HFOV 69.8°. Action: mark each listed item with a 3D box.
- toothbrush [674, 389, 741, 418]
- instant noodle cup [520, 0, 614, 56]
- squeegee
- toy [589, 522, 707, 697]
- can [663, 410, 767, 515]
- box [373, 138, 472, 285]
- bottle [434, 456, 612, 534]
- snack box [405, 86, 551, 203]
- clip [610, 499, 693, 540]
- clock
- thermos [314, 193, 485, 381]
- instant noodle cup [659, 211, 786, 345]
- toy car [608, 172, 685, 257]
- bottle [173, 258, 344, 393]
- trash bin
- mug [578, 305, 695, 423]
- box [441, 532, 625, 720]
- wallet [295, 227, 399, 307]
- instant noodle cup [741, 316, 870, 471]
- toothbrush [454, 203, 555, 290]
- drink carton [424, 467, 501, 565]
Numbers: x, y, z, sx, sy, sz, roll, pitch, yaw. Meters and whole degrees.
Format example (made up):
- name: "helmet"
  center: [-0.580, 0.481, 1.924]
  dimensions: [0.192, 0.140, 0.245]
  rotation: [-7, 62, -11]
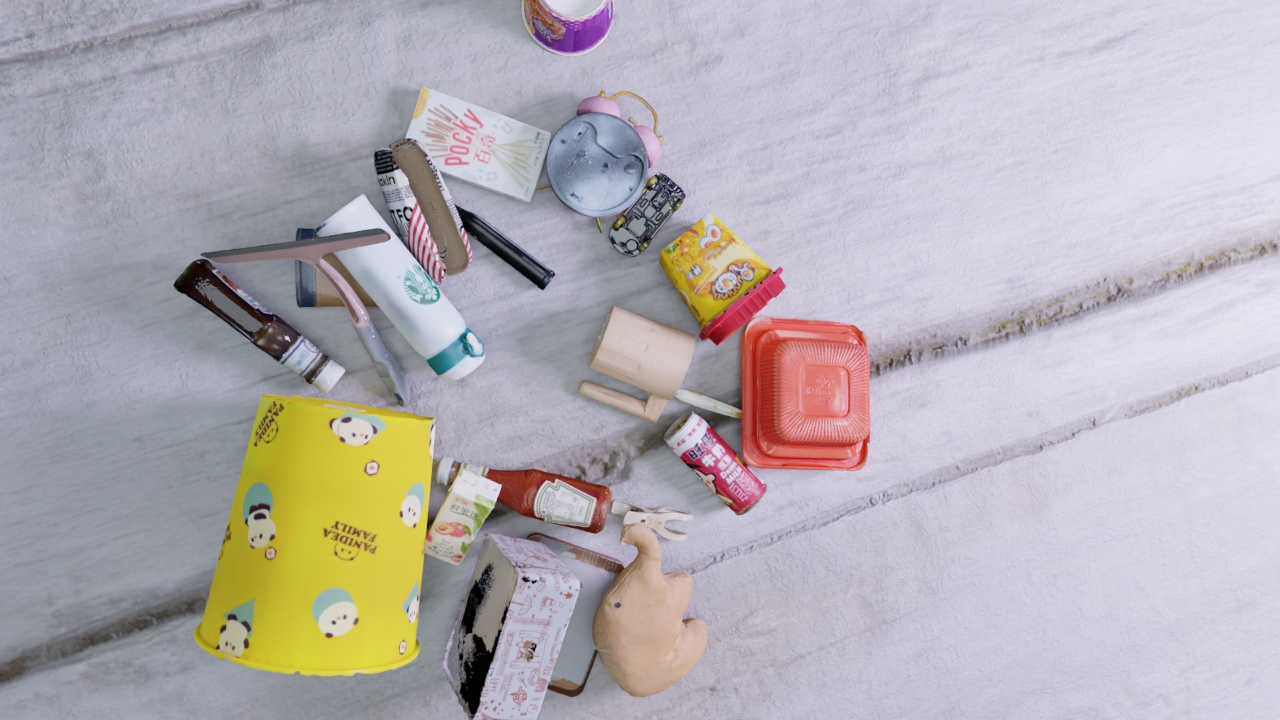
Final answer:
- name: "toothbrush"
  center: [0.130, 0.068, 1.134]
  dimensions: [0.191, 0.018, 0.016]
  rotation: [18, 88, -6]
- name: "instant noodle cup"
  center: [-0.079, -0.409, 1.025]
  dimensions: [0.111, 0.099, 0.111]
  rotation: [0, 94, -6]
- name: "squeegee"
  center: [-0.314, -0.044, 1.010]
  dimensions: [0.248, 0.040, 0.250]
  rotation: [-3, 133, 25]
- name: "toy"
  center: [0.004, 0.297, 1.067]
  dimensions: [0.143, 0.082, 0.226]
  rotation: [-36, 126, -28]
- name: "can"
  center: [0.090, 0.124, 1.112]
  dimensions: [0.053, 0.053, 0.133]
  rotation: [-45, 99, -3]
- name: "box"
  center: [-0.242, -0.171, 1.039]
  dimensions: [0.080, 0.075, 0.163]
  rotation: [-34, 111, -30]
- name: "bottle"
  center: [-0.138, 0.154, 1.083]
  dimensions: [0.206, 0.060, 0.060]
  rotation: [14, 92, -2]
- name: "snack box"
  center: [-0.189, -0.247, 1.059]
  dimensions: [0.156, 0.027, 0.084]
  rotation: [18, 92, -9]
- name: "clip"
  center: [0.015, 0.194, 1.118]
  dimensions: [0.097, 0.061, 0.034]
  rotation: [14, 93, -19]
- name: "clock"
  center: [-0.041, -0.239, 1.064]
  dimensions: [0.117, 0.060, 0.158]
  rotation: [34, 91, -8]
- name: "thermos"
  center: [-0.259, -0.075, 1.018]
  dimensions: [0.073, 0.073, 0.224]
  rotation: [-38, 106, -4]
- name: "instant noodle cup"
  center: [0.089, -0.097, 1.072]
  dimensions: [0.116, 0.116, 0.123]
  rotation: [-40, 87, -3]
- name: "toy car"
  center: [0.006, -0.171, 1.088]
  dimensions: [0.049, 0.031, 0.106]
  rotation: [38, 88, -8]
- name: "bottle"
  center: [-0.418, -0.036, 1.019]
  dimensions: [0.195, 0.080, 0.044]
  rotation: [40, 85, -16]
- name: "trash bin"
  center: [-0.332, 0.174, 0.982]
  dimensions: [0.229, 0.230, 0.255]
  rotation: [9, 88, -8]
- name: "mug"
  center: [-0.006, 0.006, 1.084]
  dimensions: [0.103, 0.084, 0.125]
  rotation: [21, 118, -7]
- name: "box"
  center: [-0.107, 0.313, 1.067]
  dimensions: [0.192, 0.156, 0.183]
  rotation: [16, 95, -28]
- name: "wallet"
  center: [-0.334, -0.104, 1.049]
  dimensions: [0.115, 0.033, 0.090]
  rotation: [0, 97, -9]
- name: "instant noodle cup"
  center: [0.207, 0.038, 1.101]
  dimensions: [0.164, 0.079, 0.188]
  rotation: [1, 82, -11]
- name: "toothbrush"
  center: [-0.190, -0.156, 1.068]
  dimensions: [0.212, 0.026, 0.027]
  rotation: [38, 54, -7]
- name: "drink carton"
  center: [-0.207, 0.179, 1.053]
  dimensions: [0.053, 0.045, 0.123]
  rotation: [26, 127, -10]
